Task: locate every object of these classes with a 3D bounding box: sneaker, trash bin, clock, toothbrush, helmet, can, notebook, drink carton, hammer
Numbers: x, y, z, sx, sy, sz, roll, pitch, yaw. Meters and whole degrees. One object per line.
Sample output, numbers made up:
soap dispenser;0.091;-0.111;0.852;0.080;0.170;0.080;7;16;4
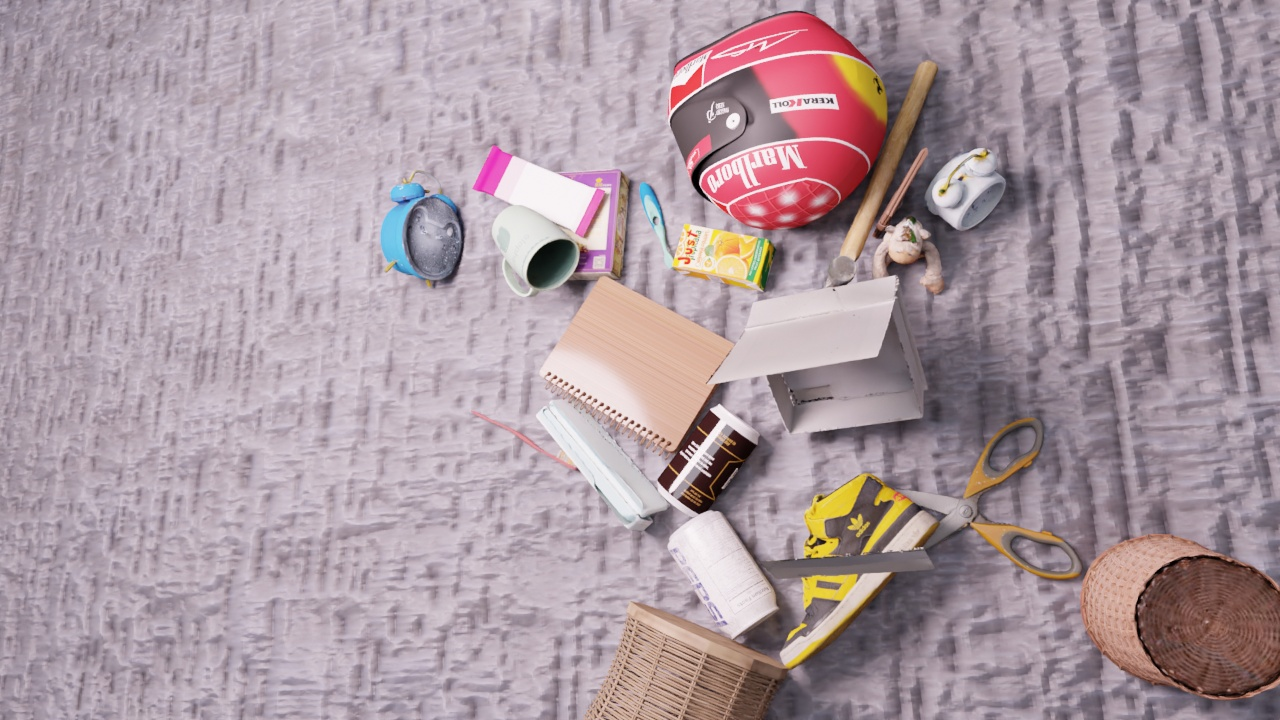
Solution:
sneaker;0.213;0.230;1.037;0.239;0.086;0.122;-49;64;8
trash bin;0.505;0.238;0.861;0.151;0.210;0.151;-4;77;20
clock;0.369;-0.199;1.049;0.083;0.117;0.057;-43;62;7
toothbrush;0.023;-0.180;1.229;0.022;0.017;0.135;-23;70;15
helmet;0.157;-0.268;1.092;0.272;0.197;0.224;-12;69;37
can;0.082;0.122;1.114;0.072;0.072;0.128;38;93;22
clock;-0.308;-0.190;1.301;0.060;0.116;0.161;2;79;33
toothbrush;-0.158;0.103;1.238;0.184;0.015;0.015;24;85;24
can;0.097;0.251;1.079;0.078;0.078;0.136;-38;69;9
notebook;-0.007;0.007;1.177;0.210;0.022;0.169;29;81;20
drink carton;0.104;-0.132;1.174;0.123;0.041;0.058;14;84;23
hammer;0.287;-0.214;1.097;0.033;0.132;0.330;23;77;11

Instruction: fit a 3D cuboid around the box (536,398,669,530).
box;-0.054;0.130;1.163;0.199;0.084;0.071;49;126;23

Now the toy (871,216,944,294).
toy;0.314;-0.125;1.065;0.085;0.106;0.074;4;60;13

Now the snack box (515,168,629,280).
snack box;-0.093;-0.184;1.257;0.144;0.040;0.148;1;80;20

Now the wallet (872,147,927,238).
wallet;0.303;-0.192;1.071;0.013;0.121;0.087;29;89;8

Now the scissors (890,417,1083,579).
scissors;0.389;0.172;1.021;0.225;0.016;0.226;-45;68;7

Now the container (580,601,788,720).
container;0.039;0.393;1.002;0.227;0.227;0.196;18;79;22

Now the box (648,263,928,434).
box;0.169;-0.030;0.924;0.167;0.412;0.149;-11;71;25

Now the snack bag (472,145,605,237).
snack bag;-0.141;-0.233;1.252;0.197;0.016;0.070;26;91;24

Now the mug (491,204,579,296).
mug;-0.148;-0.140;1.208;0.104;0.084;0.111;44;125;33
